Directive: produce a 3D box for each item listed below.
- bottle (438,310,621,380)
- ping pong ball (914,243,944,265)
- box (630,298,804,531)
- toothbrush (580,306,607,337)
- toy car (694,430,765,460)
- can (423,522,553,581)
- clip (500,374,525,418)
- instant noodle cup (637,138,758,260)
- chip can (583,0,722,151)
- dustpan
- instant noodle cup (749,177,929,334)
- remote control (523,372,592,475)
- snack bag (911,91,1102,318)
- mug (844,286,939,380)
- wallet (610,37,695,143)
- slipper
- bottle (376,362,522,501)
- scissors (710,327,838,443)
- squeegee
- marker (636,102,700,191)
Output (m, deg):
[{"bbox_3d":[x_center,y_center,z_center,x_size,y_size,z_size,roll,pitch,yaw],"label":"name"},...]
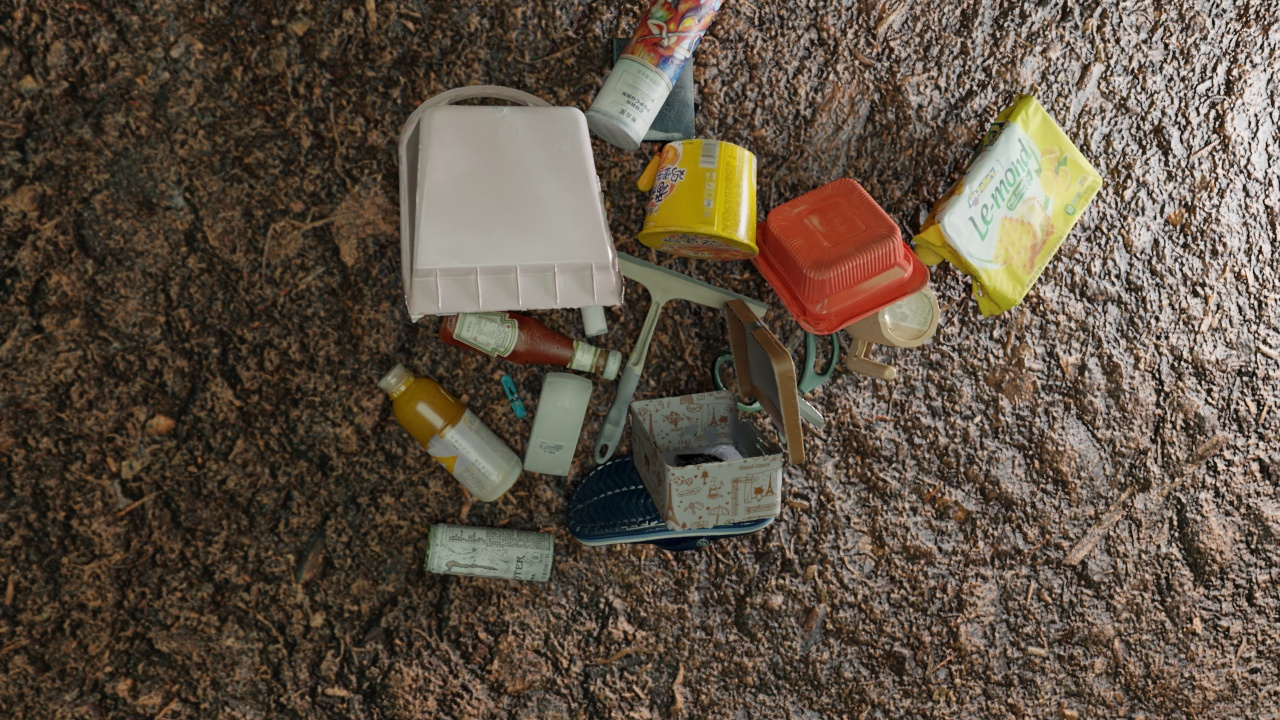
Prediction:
[{"bbox_3d":[-0.124,-0.021,1.047,0.206,0.060,0.060,16,94,-7],"label":"bottle"},{"bbox_3d":[0.364,-0.139,1.149,0.040,0.040,0.040,-1,97,-11],"label":"ping pong ball"},{"bbox_3d":[0.080,0.051,0.990,0.157,0.183,0.193,-9,113,-12],"label":"box"},{"bbox_3d":[-0.072,-0.137,1.053,0.026,0.026,0.221,-9,95,26],"label":"toothbrush"},{"bbox_3d":[0.105,0.100,1.132,0.105,0.032,0.048,29,91,-14],"label":"toy car"},{"bbox_3d":[-0.178,0.225,1.079,0.146,0.058,0.058,8,96,-13],"label":"can"},{"bbox_3d":[-0.150,0.042,1.080,0.015,0.050,0.057,-24,92,-5],"label":"clip"},{"bbox_3d":[0.071,-0.182,1.041,0.138,0.138,0.109,9,84,-12],"label":"instant noodle cup"},{"bbox_3d":[0.019,-0.342,1.017,0.071,0.071,0.214,31,85,-14],"label":"chip can"},{"bbox_3d":[-0.144,-0.174,0.975,0.222,0.139,0.273,-1,90,-17],"label":"dustpan"},{"bbox_3d":[0.221,-0.131,1.053,0.164,0.188,0.079,-26,147,-7],"label":"instant noodle cup"},{"bbox_3d":[-0.097,0.075,1.069,0.056,0.019,0.135,10,120,-12],"label":"remote control"},{"bbox_3d":[0.451,-0.190,1.130,0.158,0.068,0.246,42,77,-15],"label":"snack bag"},{"bbox_3d":[0.295,-0.040,1.116,0.084,0.103,0.124,17,93,-13],"label":"mug"},{"bbox_3d":[0.015,-0.312,1.062,0.097,0.019,0.121,-2,91,-11],"label":"wallet"},{"bbox_3d":[0.039,0.175,1.103,0.253,0.105,0.095,-5,140,3],"label":"slipper"},{"bbox_3d":[-0.219,0.080,1.046,0.068,0.068,0.189,-44,103,-3],"label":"bottle"},{"bbox_3d":[0.181,0.008,1.144,0.170,0.019,0.178,34,89,-12],"label":"scissors"},{"bbox_3d":[-0.006,0.006,1.095,0.246,0.039,0.246,20,95,2],"label":"squeegee"},{"bbox_3d":[0.033,-0.252,1.082,0.018,0.015,0.124,34,87,-15],"label":"marker"}]
